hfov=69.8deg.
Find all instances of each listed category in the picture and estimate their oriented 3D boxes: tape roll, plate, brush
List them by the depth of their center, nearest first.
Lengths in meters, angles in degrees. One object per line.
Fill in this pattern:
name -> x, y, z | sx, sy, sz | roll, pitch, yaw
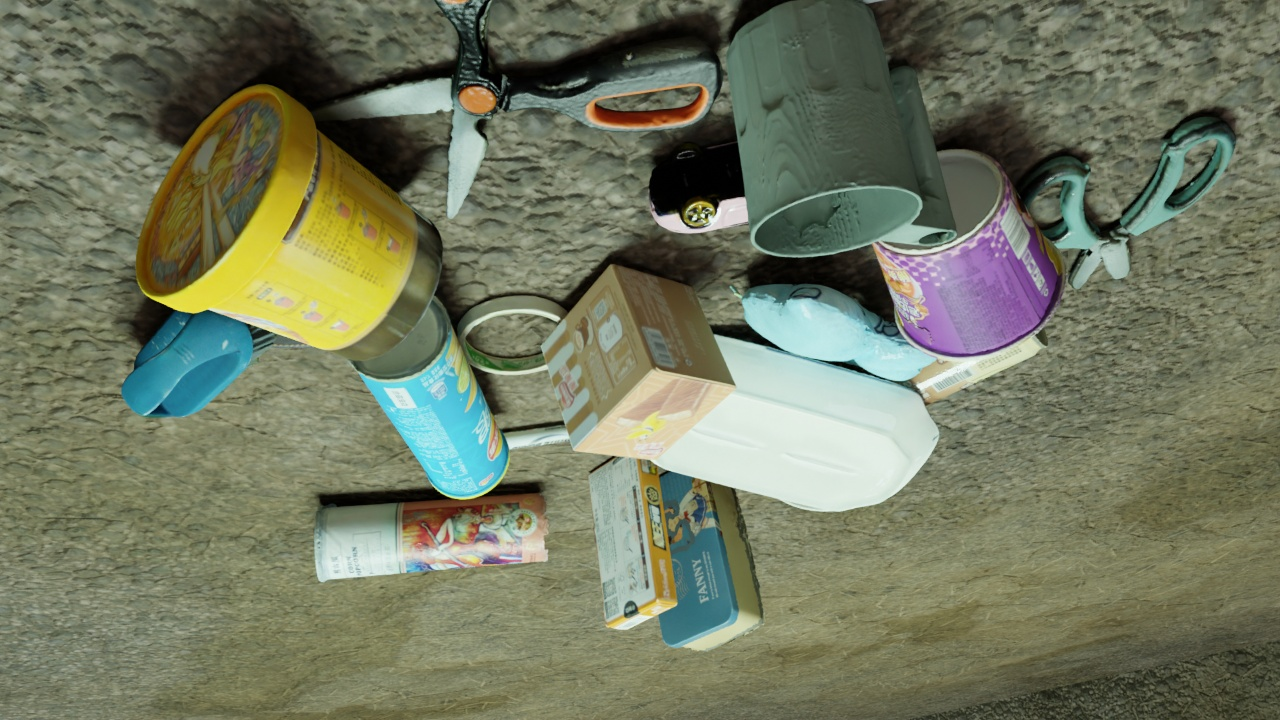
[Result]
brush -> -0.291, 0.001, 0.586 | 0.144, 0.073, 0.055 | -27, 104, 41
tape roll -> -0.091, -0.017, 0.672 | 0.086, 0.013, 0.086 | -6, 148, -4
plate -> 0.109, 0.063, 0.753 | 0.265, 0.034, 0.162 | 16, 135, -6

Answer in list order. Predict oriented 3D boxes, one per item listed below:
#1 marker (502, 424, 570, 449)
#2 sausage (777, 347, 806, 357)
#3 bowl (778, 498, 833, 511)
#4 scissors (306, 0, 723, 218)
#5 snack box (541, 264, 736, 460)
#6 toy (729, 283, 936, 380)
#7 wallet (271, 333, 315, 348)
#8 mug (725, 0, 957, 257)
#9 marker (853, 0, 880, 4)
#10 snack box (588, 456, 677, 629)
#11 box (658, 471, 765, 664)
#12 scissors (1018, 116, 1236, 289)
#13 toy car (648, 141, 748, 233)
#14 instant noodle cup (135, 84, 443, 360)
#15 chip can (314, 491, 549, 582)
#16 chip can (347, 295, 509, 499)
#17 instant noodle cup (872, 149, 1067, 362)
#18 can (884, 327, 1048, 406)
marker -> -0.083, 0.066, 0.803 | 0.145, 0.017, 0.017 | -8, 148, -1
sausage -> 0.074, 0.024, 0.770 | 0.166, 0.021, 0.021 | -31, 142, 31
bowl -> 0.166, 0.078, 0.826 | 0.113, 0.062, 0.114 | 6, 136, 5
scissors -> -0.067, -0.149, 0.467 | 0.221, 0.021, 0.234 | 4, 147, -10
snack box -> -0.004, 0.004, 0.636 | 0.077, 0.092, 0.095 | 11, 135, -40
toy -> 0.138, -0.022, 0.665 | 0.156, 0.049, 0.161 | 14, 174, 6
wallet -> -0.203, -0.050, 0.590 | 0.096, 0.020, 0.123 | -1, 146, -21
mug -> 0.106, -0.114, 0.471 | 0.123, 0.103, 0.084 | 1, 163, -32
marker -> 0.150, -0.193, 0.449 | 0.131, 0.018, 0.023 | -10, 139, 1
snack box -> -0.009, 0.160, 0.840 | 0.026, 0.153, 0.075 | 18, 139, -37
box -> 0.058, 0.193, 0.882 | 0.090, 0.184, 0.062 | -35, 137, 27
scissors -> 0.341, -0.106, 0.631 | 0.172, 0.019, 0.176 | -28, 142, 27
toy car -> 0.065, -0.104, 0.533 | 0.122, 0.056, 0.037 | -12, 144, 5
instant noodle cup -> -0.177, -0.063, 0.483 | 0.119, 0.118, 0.114 | -26, 145, 26
chip can -> -0.198, 0.168, 0.888 | 0.214, 0.071, 0.071 | -3, 148, -11
chip can -> -0.149, 0.032, 0.672 | 0.071, 0.071, 0.210 | -8, 151, -1
instant noodle cup -> 0.198, -0.071, 0.579 | 0.112, 0.111, 0.099 | -24, 136, 23
can -> 0.253, -0.009, 0.724 | 0.117, 0.058, 0.058 | -32, 141, 32
